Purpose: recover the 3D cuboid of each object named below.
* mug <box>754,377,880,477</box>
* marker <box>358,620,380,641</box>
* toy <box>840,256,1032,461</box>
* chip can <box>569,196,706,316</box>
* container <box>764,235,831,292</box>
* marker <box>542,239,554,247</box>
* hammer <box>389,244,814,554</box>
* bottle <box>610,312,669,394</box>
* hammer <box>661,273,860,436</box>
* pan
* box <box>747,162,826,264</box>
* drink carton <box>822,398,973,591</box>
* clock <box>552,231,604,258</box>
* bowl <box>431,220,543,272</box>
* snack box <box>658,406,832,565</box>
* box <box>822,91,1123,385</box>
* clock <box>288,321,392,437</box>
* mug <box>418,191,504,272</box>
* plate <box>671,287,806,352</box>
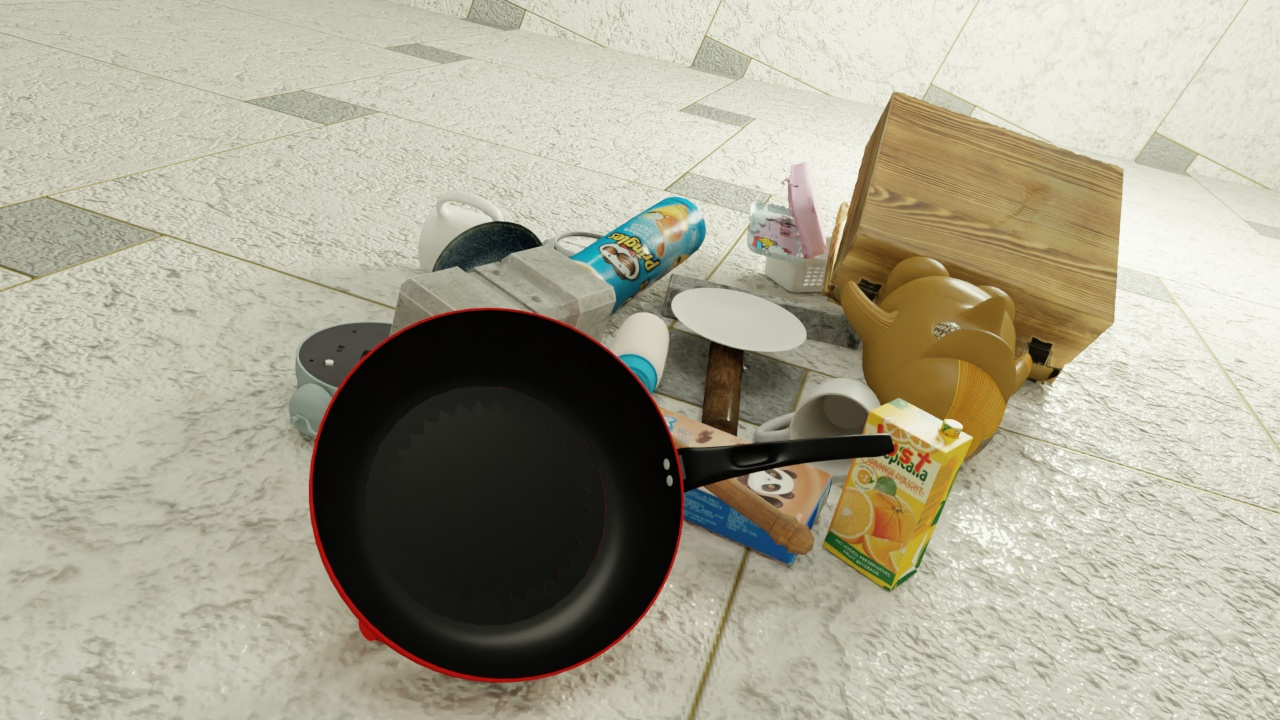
[{"bbox_3d":[0.153,0.052,0.781,0.107,0.071,0.089,-9,10,22],"label":"mug"},{"bbox_3d":[-0.108,0.127,0.554,0.023,0.021,0.144,19,26,31],"label":"marker"},{"bbox_3d":[0.273,0.004,0.829,0.198,0.163,0.202,24,37,-1],"label":"toy"},{"bbox_3d":[-0.011,-0.106,0.969,0.080,0.080,0.228,23,35,21],"label":"chip can"},{"bbox_3d":[0.218,-0.122,1.163,0.129,0.050,0.081,-3,30,-29],"label":"container"},{"bbox_3d":[-0.119,-0.092,0.961,0.022,0.016,0.138,38,40,-13],"label":"marker"},{"bbox_3d":[-0.012,0.038,0.646,0.318,0.083,0.162,34,32,22],"label":"hammer"},{"bbox_3d":[-0.005,0.005,0.810,0.051,0.051,0.146,13,26,2],"label":"bottle"},{"bbox_3d":[0.119,0.006,0.882,0.218,0.037,0.299,13,27,1],"label":"hammer"},{"bbox_3d":[-0.010,0.069,0.546,0.355,0.067,0.208,-2,70,-24],"label":"pan"},{"bbox_3d":[0.175,-0.175,1.136,0.095,0.088,0.201,-17,21,16],"label":"box"},{"bbox_3d":[0.177,0.090,0.636,0.041,0.123,0.058,-15,37,-44],"label":"drink carton"},{"bbox_3d":[-0.066,-0.115,1.042,0.094,0.035,0.122,30,30,33],"label":"clock"},{"bbox_3d":[-0.136,-0.069,0.876,0.114,0.061,0.114,-5,62,10],"label":"bowl"},{"bbox_3d":[0.059,0.090,0.687,0.151,0.034,0.087,21,28,18],"label":"snack box"},{"bbox_3d":[0.362,-0.111,1.051,0.279,0.216,0.256,21,58,1],"label":"box"},{"bbox_3d":[-0.203,0.021,0.700,0.122,0.045,0.159,11,27,-3],"label":"clock"},{"bbox_3d":[-0.172,-0.127,0.938,0.090,0.111,0.073,18,54,11],"label":"mug"},{"bbox_3d":[0.095,-0.037,0.899,0.134,0.011,0.134,10,27,-5],"label":"plate"}]
